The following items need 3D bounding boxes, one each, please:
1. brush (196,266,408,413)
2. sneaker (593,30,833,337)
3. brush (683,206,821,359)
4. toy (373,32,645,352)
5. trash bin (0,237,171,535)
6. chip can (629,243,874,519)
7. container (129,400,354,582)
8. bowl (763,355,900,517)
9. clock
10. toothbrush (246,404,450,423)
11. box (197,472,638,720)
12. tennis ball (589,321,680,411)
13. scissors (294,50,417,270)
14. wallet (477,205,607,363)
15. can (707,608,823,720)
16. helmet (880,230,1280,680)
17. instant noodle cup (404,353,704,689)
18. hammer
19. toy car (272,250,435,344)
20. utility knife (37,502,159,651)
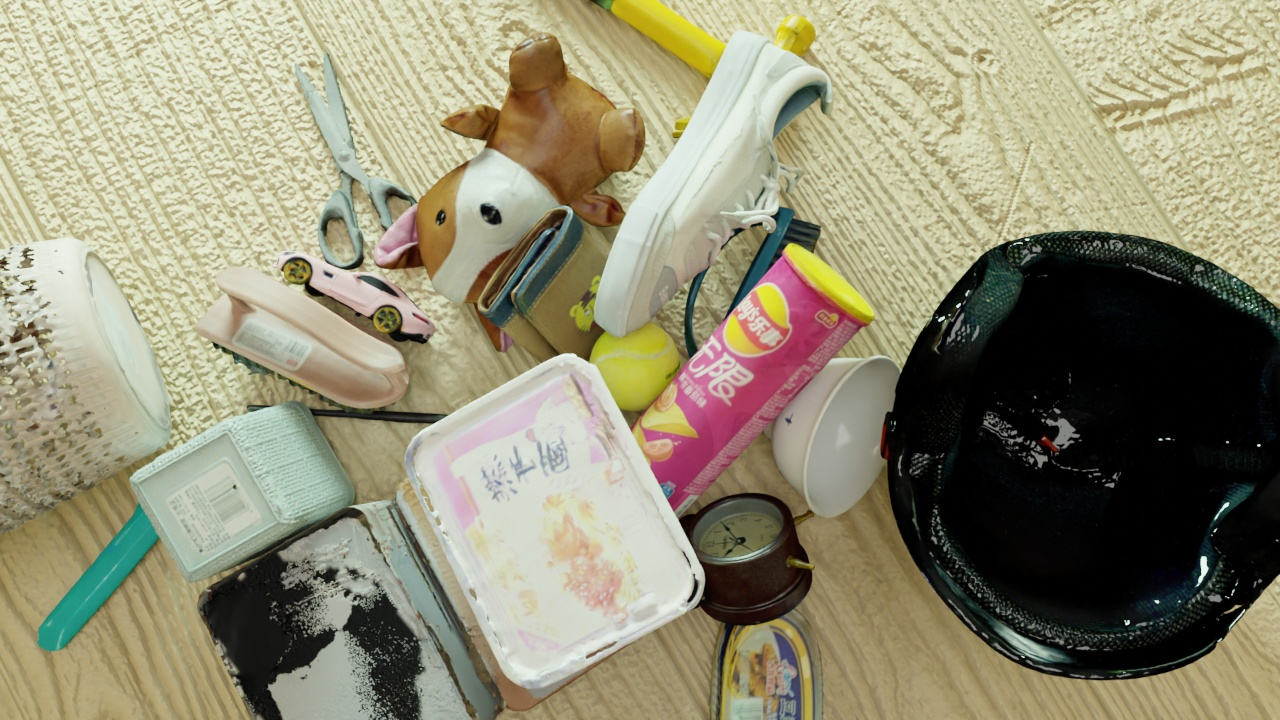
[{"bbox_3d":[-0.229,-0.012,0.643,0.145,0.073,0.063,27,54,2],"label":"brush"},{"bbox_3d":[0.056,-0.111,0.632,0.091,0.089,0.242,27,78,10],"label":"sneaker"},{"bbox_3d":[0.074,-0.049,0.670,0.073,0.055,0.143,26,83,1],"label":"brush"},{"bbox_3d":[-0.087,-0.117,0.648,0.140,0.130,0.199,39,92,-7],"label":"toy"},{"bbox_3d":[-0.424,0.020,0.582,0.192,0.228,0.227,-22,83,-17],"label":"trash bin"},{"bbox_3d":[0.056,0.024,0.608,0.071,0.071,0.211,42,110,4],"label":"chip can"},{"bbox_3d":[-0.262,0.085,0.607,0.090,0.111,0.090,-30,91,1],"label":"container"},{"bbox_3d":[0.126,0.043,0.647,0.065,0.118,0.118,24,80,39],"label":"bowl"},{"bbox_3d":[0.060,0.136,0.629,0.122,0.081,0.055,-9,118,15],"label":"clock"},{"bbox_3d":[-0.197,0.043,0.671,0.181,0.015,0.018,1,88,-1],"label":"toothbrush"},{"bbox_3d":[-0.131,0.164,0.623,0.260,0.105,0.178,-29,84,0],"label":"box"},{"bbox_3d":[-0.004,0.004,0.656,0.065,0.065,0.065,0,82,-2],"label":"tennis ball"},{"bbox_3d":[-0.228,-0.149,0.697,0.168,0.014,0.156,29,82,3],"label":"scissors"},{"bbox_3d":[-0.055,-0.042,0.638,0.033,0.115,0.090,32,80,31],"label":"wallet"},{"bbox_3d":[0.087,0.239,0.635,0.074,0.049,0.148,4,82,-2],"label":"can"},{"bbox_3d":[0.274,0.057,0.575,0.233,0.230,0.274,23,81,16],"label":"helmet"},{"bbox_3d":[-0.052,0.099,0.577,0.138,0.060,0.173,-29,81,5],"label":"instant noodle cup"},{"bbox_3d":[-0.018,-0.283,0.711,0.301,0.033,0.128,35,82,3],"label":"hammer"},{"bbox_3d":[-0.204,-0.049,0.662,0.122,0.056,0.037,27,82,-1],"label":"toy car"},{"bbox_3d":[-0.375,0.144,0.655,0.029,0.013,0.151,39,85,6],"label":"utility knife"}]
